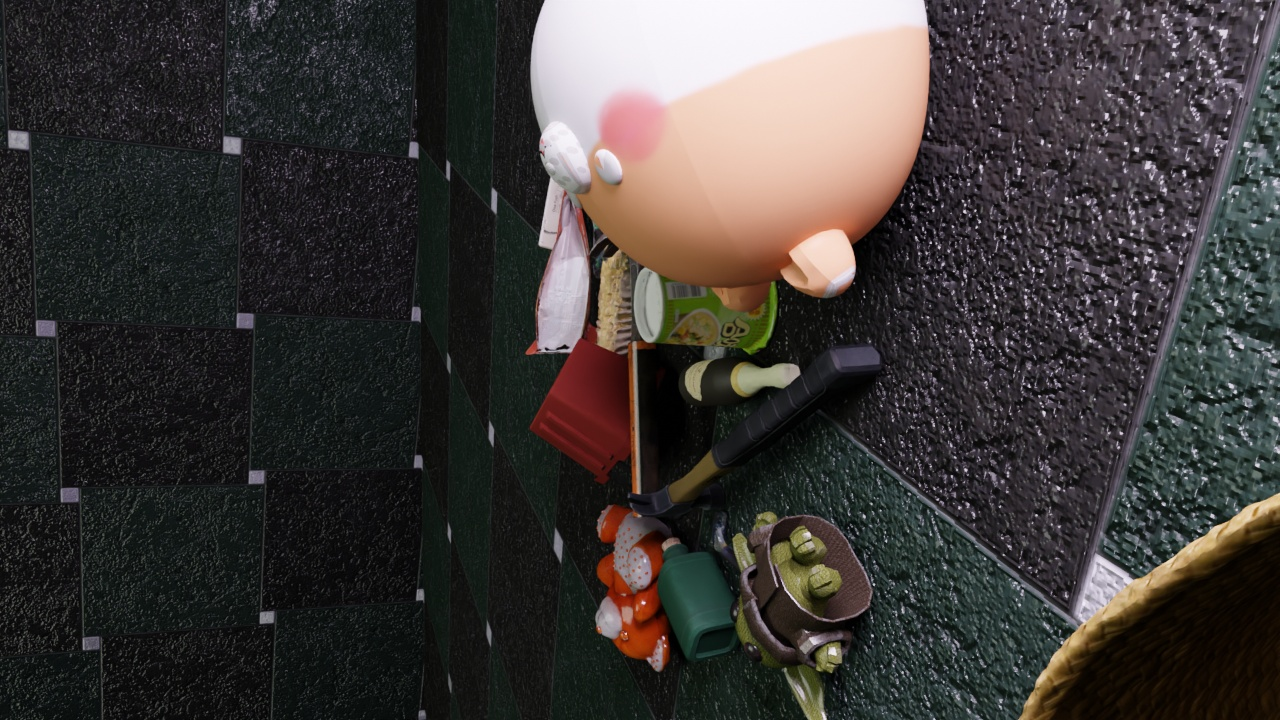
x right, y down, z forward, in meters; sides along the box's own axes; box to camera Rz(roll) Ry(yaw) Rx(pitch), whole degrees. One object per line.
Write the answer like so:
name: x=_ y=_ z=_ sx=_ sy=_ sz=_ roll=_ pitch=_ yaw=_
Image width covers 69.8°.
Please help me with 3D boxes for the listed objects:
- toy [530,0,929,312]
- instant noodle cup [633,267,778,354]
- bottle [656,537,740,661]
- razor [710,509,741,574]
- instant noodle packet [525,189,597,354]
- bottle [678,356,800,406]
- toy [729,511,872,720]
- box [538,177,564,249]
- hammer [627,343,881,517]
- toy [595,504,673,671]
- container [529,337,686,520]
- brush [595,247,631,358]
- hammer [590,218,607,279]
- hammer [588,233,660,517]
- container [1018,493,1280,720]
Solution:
toy: x=0.058 y=-0.171 z=0.616 sx=0.263 sy=0.265 sz=0.281 roll=-4 pitch=105 yaw=71
instant noodle cup: x=0.056 y=-0.054 z=0.842 sx=0.099 sy=0.107 sz=0.099 roll=177 pitch=90 yaw=-69
bottle: x=0.054 y=0.239 z=0.954 sx=0.131 sy=0.061 sz=0.061 roll=-118 pitch=30 yaw=-47
razor: x=0.099 y=0.198 z=0.888 sx=0.144 sy=0.022 sz=0.043 roll=-136 pitch=45 yaw=-59
instant noodle packet: x=-0.092 y=-0.127 z=1.166 sx=0.164 sy=0.084 sz=0.221 roll=-75 pitch=-12 yaw=-76
bottle: x=0.092 y=0.018 z=0.844 sx=0.185 sy=0.045 sz=0.045 roll=170 pitch=96 yaw=-68
toy: x=0.123 y=0.195 z=0.751 sx=0.153 sy=0.078 sz=0.179 roll=109 pitch=146 yaw=-46
box: x=-0.110 y=-0.247 z=1.278 sx=0.183 sy=0.050 sz=0.144 roll=-85 pitch=9 yaw=-64
hammer: x=0.089 y=0.073 z=0.799 sx=0.334 sy=0.117 sz=0.025 roll=-50 pitch=51 yaw=53
toy: x=-0.009 y=0.268 z=1.079 sx=0.164 sy=0.092 sz=0.172 roll=-155 pitch=62 yaw=-65
container: x=-0.014 y=0.078 z=1.062 sx=0.126 sy=0.201 sz=0.148 roll=-63 pitch=4 yaw=-32
brush: x=-0.010 y=-0.115 z=1.066 sx=0.083 sy=0.056 sz=0.272 roll=-126 pitch=38 yaw=-57
hammer: x=-0.059 y=-0.237 z=1.066 sx=0.319 sy=0.032 sz=0.130 roll=82 pitch=-177 yaw=-59
hammer: x=-0.006 y=0.006 z=0.962 sx=0.138 sy=0.035 sz=0.314 roll=-5 pitch=86 yaw=57
container: x=0.271 y=0.168 z=0.218 sx=0.307 sy=0.196 sz=0.307 roll=177 pitch=90 yaw=-67
